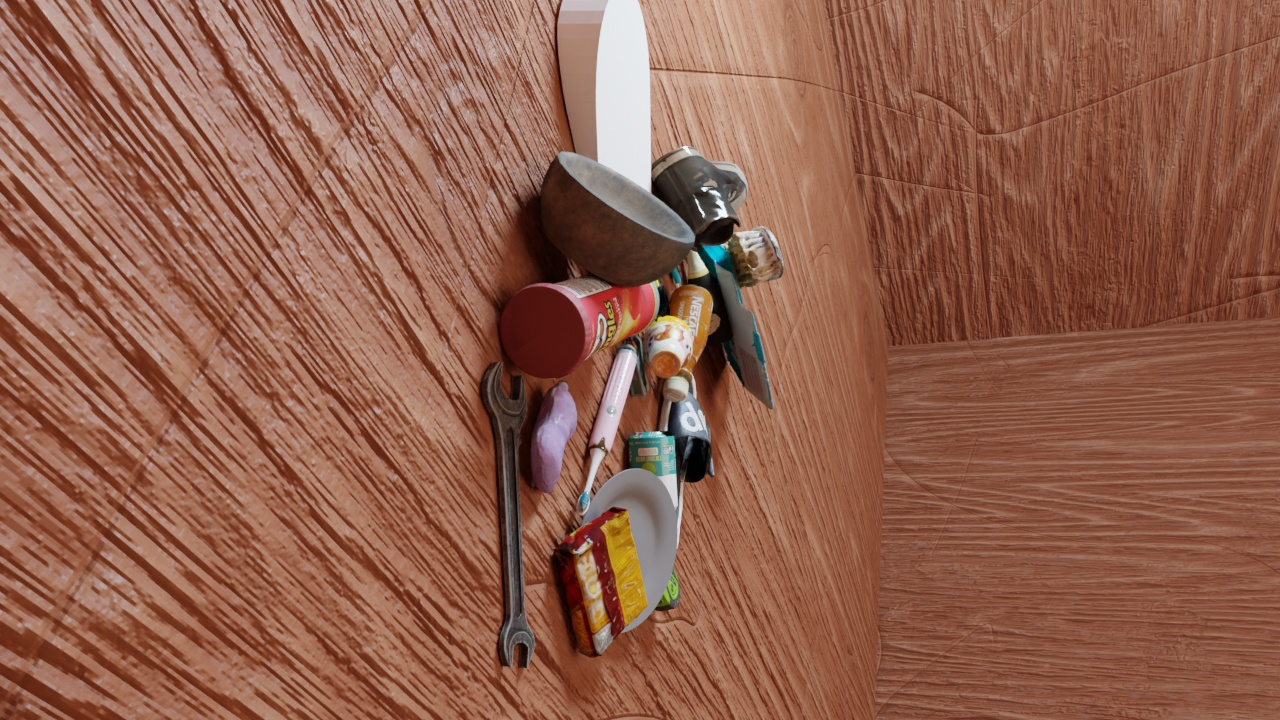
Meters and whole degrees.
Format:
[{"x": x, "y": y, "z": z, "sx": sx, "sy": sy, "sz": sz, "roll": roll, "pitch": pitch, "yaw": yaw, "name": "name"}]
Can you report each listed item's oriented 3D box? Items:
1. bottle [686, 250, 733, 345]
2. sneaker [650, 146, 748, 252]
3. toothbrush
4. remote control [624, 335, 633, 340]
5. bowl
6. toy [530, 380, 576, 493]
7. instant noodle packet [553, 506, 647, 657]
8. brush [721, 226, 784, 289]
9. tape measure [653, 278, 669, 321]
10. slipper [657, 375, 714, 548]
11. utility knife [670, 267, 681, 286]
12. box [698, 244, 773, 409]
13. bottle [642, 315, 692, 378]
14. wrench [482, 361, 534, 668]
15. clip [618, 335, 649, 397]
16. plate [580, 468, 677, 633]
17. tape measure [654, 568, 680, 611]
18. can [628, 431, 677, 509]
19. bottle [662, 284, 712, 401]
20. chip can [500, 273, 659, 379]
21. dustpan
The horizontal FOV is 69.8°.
[{"x": 0.088, "y": -0.114, "z": 1.339, "sx": 0.045, "sy": 0.045, "sz": 0.184, "roll": -49, "pitch": 124, "yaw": -61, "name": "bottle"}, {"x": 0.104, "y": -0.215, "z": 1.285, "sx": 0.120, "sy": 0.095, "sz": 0.234, "roll": 65, "pitch": 19, "yaw": 11, "name": "sneaker"}, {"x": -0.038, "y": 0.075, "z": 1.002, "sx": 0.027, "sy": 0.027, "sz": 0.222, "roll": 105, "pitch": 0, "yaw": -49, "name": "toothbrush"}, {"x": -0.037, "y": -0.092, "z": 1.049, "sx": 0.047, "sy": 0.022, "sz": 0.150, "roll": -70, "pitch": 146, "yaw": -46, "name": "remote control"}, {"x": -0.030, "y": -0.135, "z": 0.918, "sx": 0.070, "sy": 0.162, "sz": 0.162, "roll": -56, "pitch": 169, "yaw": 20, "name": "bowl"}, {"x": -0.084, "y": 0.075, "z": 0.875, "sx": 0.099, "sy": 0.036, "sz": 0.080, "roll": -75, "pitch": 168, "yaw": -50, "name": "toy"}, {"x": -0.038, "y": 0.226, "z": 0.935, "sx": 0.098, "sy": 0.040, "sz": 0.135, "roll": -29, "pitch": 113, "yaw": -46, "name": "instant noodle packet"}, {"x": 0.164, "y": -0.152, "z": 1.385, "sx": 0.271, "sy": 0.056, "sz": 0.083, "roll": -125, "pitch": -165, "yaw": -86, "name": "brush"}, {"x": 0.009, "y": -0.089, "z": 1.108, "sx": 0.071, "sy": 0.042, "sz": 0.072, "roll": 59, "pitch": 8, "yaw": -60, "name": "tape measure"}, {"x": 0.060, "y": 0.128, "z": 1.197, "sx": 0.111, "sy": 0.063, "sz": 0.263, "roll": 63, "pitch": 33, "yaw": -45, "name": "slipper"}, {"x": 0.042, "y": -0.134, "z": 1.263, "sx": 0.022, "sy": 0.015, "sz": 0.141, "roll": -102, "pitch": 171, "yaw": -47, "name": "utility knife"}, {"x": 0.146, "y": -0.054, "z": 1.382, "sx": 0.181, "sy": 0.039, "sz": 0.227, "roll": -118, "pitch": -171, "yaw": -60, "name": "box"}, {"x": 0.032, "y": -0.013, "z": 1.125, "sx": 0.109, "sy": 0.063, "sz": 0.063, "roll": -78, "pitch": 157, "yaw": -69, "name": "bottle"}, {"x": -0.115, "y": 0.138, "z": 0.817, "sx": 0.070, "sy": 0.010, "sz": 0.273, "roll": 4, "pitch": 83, "yaw": -68, "name": "wrench"}, {"x": -0.007, "y": 0.007, "z": 1.103, "sx": 0.037, "sy": 0.023, "sz": 0.075, "roll": -60, "pitch": 142, "yaw": -57, "name": "clip"}, {"x": -0.016, "y": 0.207, "z": 1.004, "sx": 0.178, "sy": 0.012, "sz": 0.178, "roll": -5, "pitch": 96, "yaw": -52, "name": "plate"}, {"x": 0.022, "y": 0.272, "z": 1.109, "sx": 0.066, "sy": 0.036, "sz": 0.058, "roll": 59, "pitch": 24, "yaw": -43, "name": "tape measure"}, {"x": 0.015, "y": 0.135, "z": 1.087, "sx": 0.055, "sy": 0.055, "sz": 0.101, "roll": 6, "pitch": 81, "yaw": -68, "name": "can"}, {"x": 0.058, "y": -0.022, "z": 1.222, "sx": 0.059, "sy": 0.059, "sz": 0.166, "roll": 59, "pitch": 35, "yaw": -49, "name": "bottle"}, {"x": -0.053, "y": -0.045, "z": 0.910, "sx": 0.213, "sy": 0.087, "sz": 0.087, "roll": -31, "pitch": 115, "yaw": -67, "name": "chip can"}, {"x": -0.043, "y": -0.301, "z": 1.077, "sx": 0.191, "sy": 0.053, "sz": 0.258, "roll": -52, "pitch": 144, "yaw": -60, "name": "dustpan"}]
